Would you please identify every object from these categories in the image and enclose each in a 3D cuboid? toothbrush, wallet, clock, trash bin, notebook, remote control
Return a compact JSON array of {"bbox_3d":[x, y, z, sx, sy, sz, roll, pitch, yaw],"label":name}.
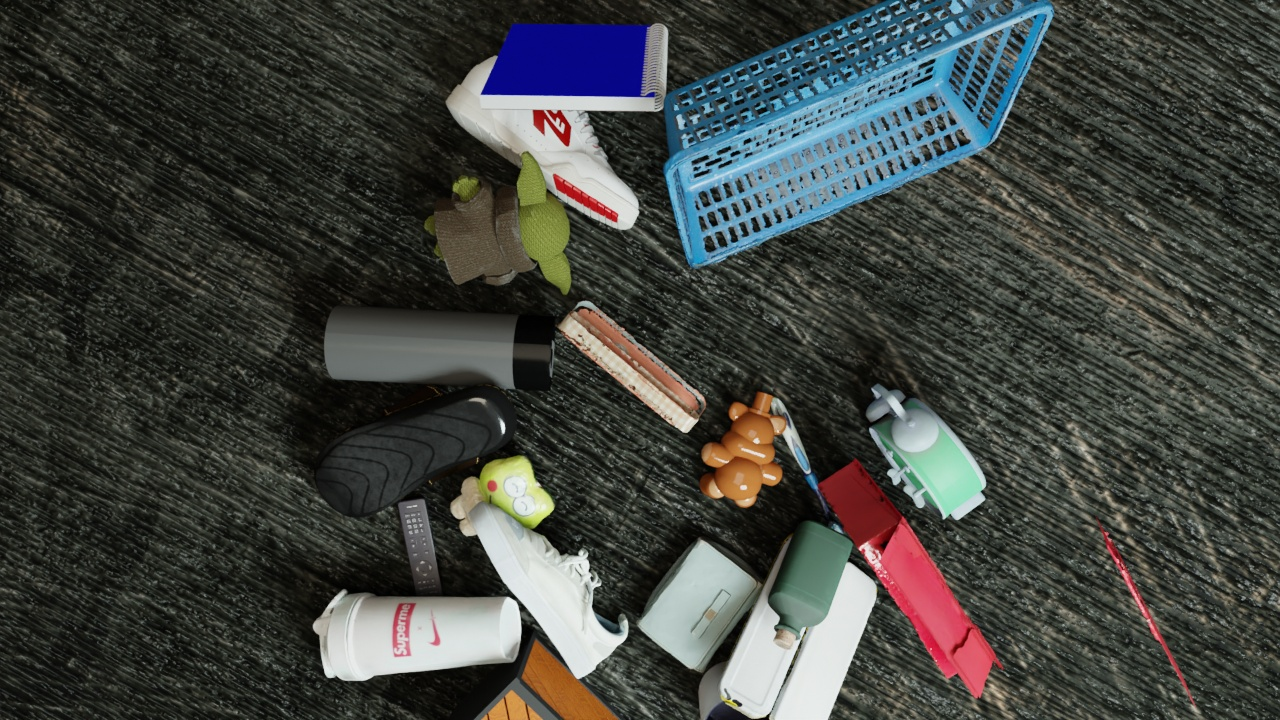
[{"bbox_3d":[0.190,0.126,1.038,0.016,0.017,0.189,-25,94,4],"label":"toothbrush"},{"bbox_3d":[0.069,0.275,1.039,0.100,0.054,0.131,35,89,-2],"label":"wallet"},{"bbox_3d":[0.291,0.092,0.974,0.075,0.122,0.161,-37,111,2],"label":"clock"},{"bbox_3d":[-0.112,0.426,1.008,0.172,0.139,0.140,44,94,-2],"label":"trash bin"},{"bbox_3d":[-0.059,-0.300,0.929,0.171,0.208,0.022,1,127,2],"label":"notebook"},{"bbox_3d":[-0.251,0.225,1.059,0.032,0.015,0.136,-9,97,2],"label":"remote control"}]

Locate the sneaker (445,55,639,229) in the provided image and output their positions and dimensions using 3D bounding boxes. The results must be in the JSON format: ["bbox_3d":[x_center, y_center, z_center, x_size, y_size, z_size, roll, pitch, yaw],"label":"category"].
[{"bbox_3d":[-0.085,-0.244,0.990,0.236,0.090,0.104,35,86,1],"label":"sneaker"}]

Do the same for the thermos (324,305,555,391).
[{"bbox_3d":[-0.213,-0.014,1.006,0.240,0.082,0.082,3,94,1],"label":"thermos"}]

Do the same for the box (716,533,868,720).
[{"bbox_3d":[0.175,0.301,0.998,0.129,0.036,0.209,34,61,-4],"label":"box"}]

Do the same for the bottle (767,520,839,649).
[{"bbox_3d":[0.173,0.242,0.973,0.061,0.061,0.131,25,61,7],"label":"bottle"}]

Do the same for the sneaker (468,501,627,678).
[{"bbox_3d":[-0.096,0.237,1.014,0.090,0.089,0.242,-35,110,-9],"label":"sneaker"}]

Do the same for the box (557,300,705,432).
[{"bbox_3d":[-0.007,0.007,1.009,0.187,0.082,0.042,40,105,-3],"label":"box"}]

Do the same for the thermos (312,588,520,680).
[{"bbox_3d":[-0.247,0.299,1.015,0.220,0.099,0.099,-6,94,10],"label":"thermos"}]

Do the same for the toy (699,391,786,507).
[{"bbox_3d":[0.116,0.098,1.024,0.095,0.065,0.127,19,86,-8],"label":"toy"}]

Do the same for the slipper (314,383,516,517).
[{"bbox_3d":[-0.249,0.093,1.017,0.268,0.075,0.113,-26,108,19],"label":"slipper"}]

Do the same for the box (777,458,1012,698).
[{"bbox_3d":[0.272,0.218,0.953,0.214,0.165,0.152,52,51,-21],"label":"box"}]

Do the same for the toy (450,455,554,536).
[{"bbox_3d":[-0.160,0.159,1.037,0.115,0.046,0.092,-26,102,11],"label":"toy"}]

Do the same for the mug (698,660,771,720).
[{"bbox_3d":[0.108,0.407,1.022,0.078,0.097,0.112,-7,94,2],"label":"mug"}]

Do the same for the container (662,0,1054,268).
[{"bbox_3d":[0.189,-0.237,0.910,0.362,0.257,0.089,-22,73,2],"label":"container"}]

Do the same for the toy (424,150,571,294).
[{"bbox_3d":[-0.152,-0.139,0.986,0.153,0.078,0.179,-9,132,5],"label":"toy"}]
